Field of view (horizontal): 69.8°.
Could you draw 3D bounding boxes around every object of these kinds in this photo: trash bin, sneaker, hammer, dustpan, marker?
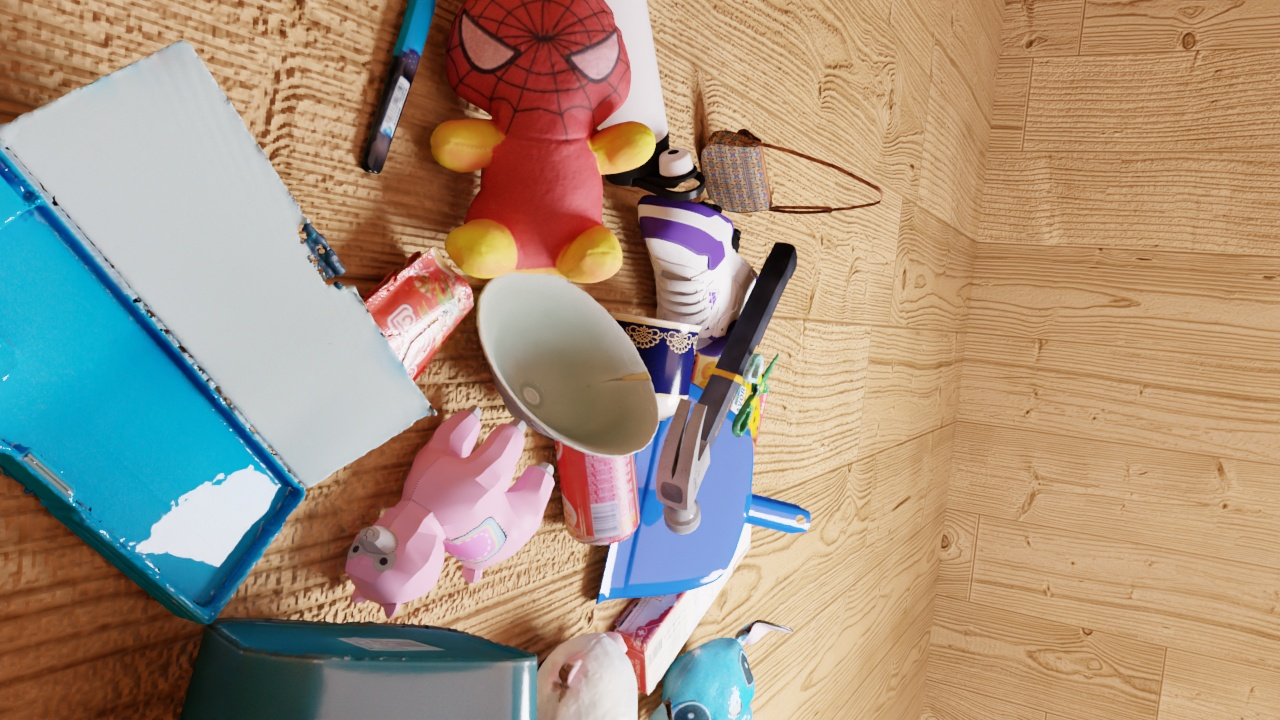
[{"bbox_3d":[-0.154,0.253,0.469,0.196,0.200,0.218,13,76,-32],"label":"trash bin"},{"bbox_3d":[0.045,-0.071,0.890,0.244,0.092,0.111,36,68,-63],"label":"sneaker"},{"bbox_3d":[0.091,0.006,0.891,0.139,0.035,0.311,82,31,-52],"label":"hammer"},{"bbox_3d":[0.083,0.146,0.953,0.257,0.060,0.245,17,80,-25],"label":"dustpan"},{"bbox_3d":[-0.152,-0.175,0.574,0.018,0.015,0.123,31,72,-63],"label":"marker"}]

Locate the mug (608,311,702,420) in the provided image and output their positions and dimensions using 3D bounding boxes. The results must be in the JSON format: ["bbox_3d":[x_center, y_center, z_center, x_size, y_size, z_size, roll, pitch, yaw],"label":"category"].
[{"bbox_3d":[-0.005,0.005,0.829,0.111,0.086,0.089,8,93,-26],"label":"mug"}]

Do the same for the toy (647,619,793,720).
[{"bbox_3d":[0.089,0.397,1.064,0.223,0.099,0.192,-38,136,-34],"label":"toy"}]

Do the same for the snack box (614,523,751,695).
[{"bbox_3d":[0.054,0.249,1.025,0.272,0.044,0.077,-40,136,-50],"label":"snack box"}]

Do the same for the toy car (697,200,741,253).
[{"bbox_3d":[0.076,-0.133,0.979,0.091,0.036,0.042,40,63,-46],"label":"toy car"}]

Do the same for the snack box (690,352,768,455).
[{"bbox_3d":[0.093,0.079,1.055,0.145,0.040,0.142,31,71,-59],"label":"snack box"}]

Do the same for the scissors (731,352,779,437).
[{"bbox_3d":[0.117,0.017,0.904,0.131,0.012,0.108,-52,152,-47],"label":"scissors"}]

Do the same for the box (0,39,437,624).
[{"bbox_3d":[-0.225,-0.005,0.437,0.175,0.060,0.244,-45,137,-24],"label":"box"}]

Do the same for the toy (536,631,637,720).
[{"bbox_3d":[-0.049,0.301,0.801,0.179,0.101,0.139,21,90,-78],"label":"toy"}]

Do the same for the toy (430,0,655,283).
[{"bbox_3d":[-0.069,-0.162,0.627,0.147,0.099,0.216,2,91,-21],"label":"toy"}]

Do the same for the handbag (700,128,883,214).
[{"bbox_3d":[0.158,-0.190,0.946,0.043,0.196,0.093,-55,144,-31],"label":"handbag"}]

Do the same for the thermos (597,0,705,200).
[{"bbox_3d":[-0.009,-0.243,0.730,0.068,0.101,0.230,-40,133,-33],"label":"thermos"}]

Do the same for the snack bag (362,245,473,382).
[{"bbox_3d":[-0.167,-0.001,0.572,0.154,0.044,0.087,-53,148,-34],"label":"snack bag"}]

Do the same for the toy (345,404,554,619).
[{"bbox_3d":[-0.130,0.110,0.630,0.157,0.067,0.123,-58,146,-29],"label":"toy"}]

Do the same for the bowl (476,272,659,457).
[{"bbox_3d":[-0.069,0.017,0.705,0.174,0.068,0.173,34,34,-27],"label":"bowl"}]

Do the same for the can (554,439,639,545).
[{"bbox_3d":[-0.038,0.092,0.791,0.066,0.067,0.124,-37,128,-53],"label":"can"}]
